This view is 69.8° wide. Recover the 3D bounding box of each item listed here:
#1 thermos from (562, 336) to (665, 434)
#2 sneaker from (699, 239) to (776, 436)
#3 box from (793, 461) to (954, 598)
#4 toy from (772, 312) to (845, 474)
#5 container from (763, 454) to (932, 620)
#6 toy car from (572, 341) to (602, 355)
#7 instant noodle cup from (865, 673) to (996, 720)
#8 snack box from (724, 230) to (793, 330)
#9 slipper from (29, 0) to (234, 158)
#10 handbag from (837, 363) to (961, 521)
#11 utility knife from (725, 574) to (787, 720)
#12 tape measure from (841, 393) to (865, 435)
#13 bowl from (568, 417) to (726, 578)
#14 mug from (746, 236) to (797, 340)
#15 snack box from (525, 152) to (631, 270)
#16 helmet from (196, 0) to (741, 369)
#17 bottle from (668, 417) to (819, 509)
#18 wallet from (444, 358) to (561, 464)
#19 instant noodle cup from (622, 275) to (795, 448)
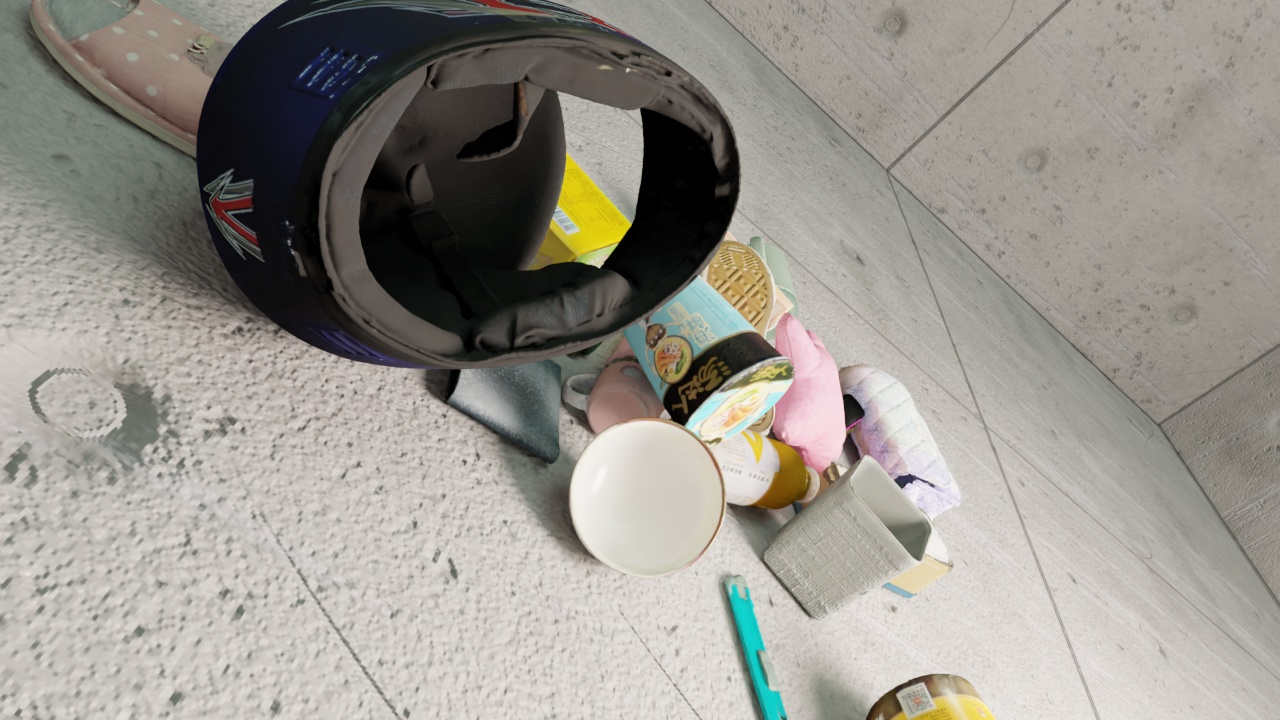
[{"bbox_3d":[-0.005,0.005,0.832,0.087,0.067,0.198,15,27,10],"label":"thermos"},{"bbox_3d":[0.090,-0.013,0.959,0.118,0.088,0.240,9,60,-18],"label":"sneaker"},{"bbox_3d":[0.233,0.172,0.935,0.184,0.064,0.089,28,31,-28],"label":"box"},{"bbox_3d":[0.174,0.042,0.978,0.178,0.075,0.194,-32,111,-64],"label":"toy"},{"bbox_3d":[0.181,0.160,0.814,0.090,0.115,0.090,50,27,7],"label":"container"},{"bbox_3d":[-0.069,-0.040,0.813,0.091,0.043,0.036,34,12,-39],"label":"toy car"},{"bbox_3d":[0.233,0.310,0.689,0.118,0.119,0.114,30,24,-29],"label":"instant noodle cup"},{"bbox_3d":[0.097,-0.094,1.081,0.157,0.085,0.026,50,24,8],"label":"snack box"},{"bbox_3d":[-0.302,-0.189,0.676,0.274,0.055,0.114,35,29,-23],"label":"slipper"},{"bbox_3d":[0.315,0.100,1.135,0.134,0.076,0.193,27,32,-33],"label":"handbag"},{"bbox_3d":[0.095,0.242,0.691,0.029,0.013,0.196,26,33,-34],"label":"utility knife"},{"bbox_3d":[0.237,0.069,1.087,0.039,0.057,0.057,53,19,12],"label":"tape measure"},{"bbox_3d":[0.002,0.102,0.675,0.113,0.113,0.062,48,-16,4],"label":"bowl"},{"bbox_3d":[0.149,-0.094,1.134,0.106,0.082,0.112,-90,173,-50],"label":"mug"},{"bbox_3d":[-0.117,-0.166,0.891,0.210,0.070,0.157,47,26,4],"label":"snack box"},{"bbox_3d":[-0.123,-0.126,0.609,0.314,0.248,0.240,-12,28,-32],"label":"helmet"},{"bbox_3d":[0.093,0.097,0.828,0.189,0.068,0.068,20,37,-41],"label":"bottle"},{"bbox_3d":[-0.102,0.018,0.717,0.097,0.019,0.120,35,27,-24],"label":"wallet"},{"bbox_3d":[0.044,-0.007,0.731,0.111,0.111,0.120,1,46,-54],"label":"instant noodle cup"}]
